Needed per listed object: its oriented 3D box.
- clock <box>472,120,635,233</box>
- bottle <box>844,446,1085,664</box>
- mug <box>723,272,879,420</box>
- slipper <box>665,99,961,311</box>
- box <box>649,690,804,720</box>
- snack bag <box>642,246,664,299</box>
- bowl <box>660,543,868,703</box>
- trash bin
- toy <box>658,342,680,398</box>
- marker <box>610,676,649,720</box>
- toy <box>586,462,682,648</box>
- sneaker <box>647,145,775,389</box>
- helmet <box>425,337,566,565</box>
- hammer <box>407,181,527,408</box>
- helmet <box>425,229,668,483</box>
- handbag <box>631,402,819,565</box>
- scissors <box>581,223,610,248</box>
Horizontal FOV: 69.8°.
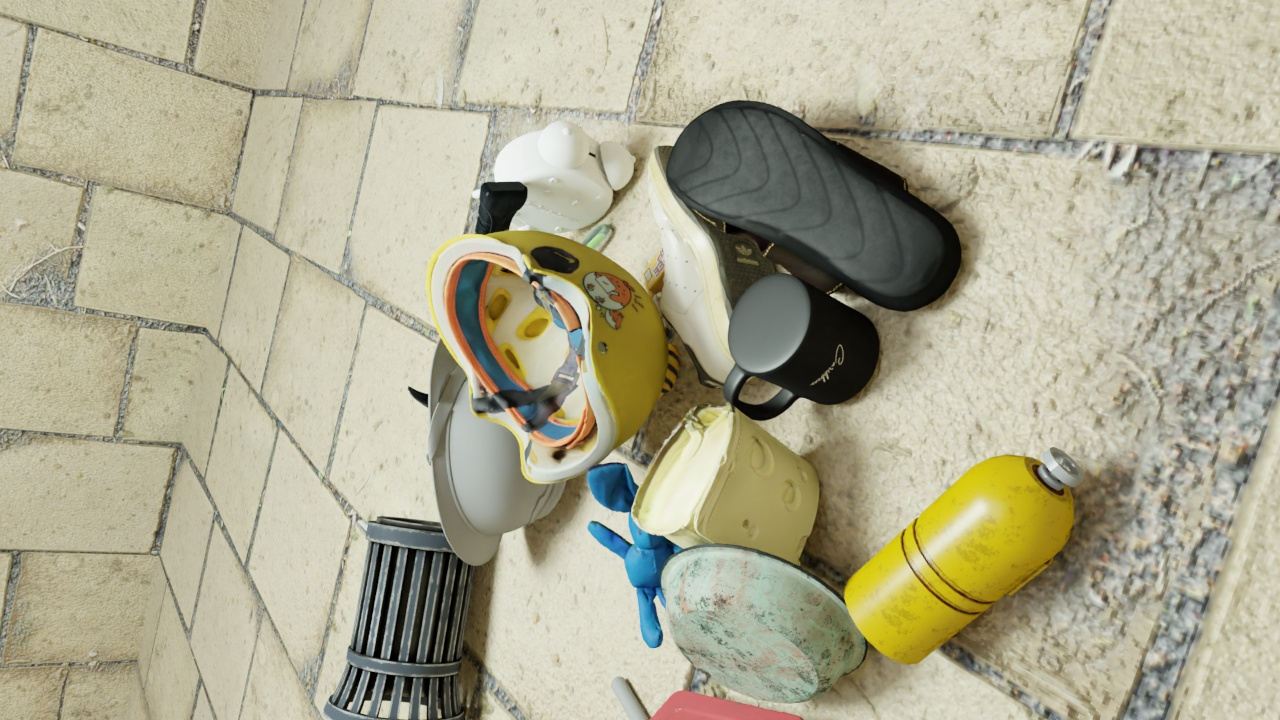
[{"bbox_3d":[-0.091,-0.186,0.991,0.161,0.125,0.072,-29,60,40],"label":"clock"},{"bbox_3d":[0.208,0.117,0.576,0.164,0.071,0.071,-54,44,31],"label":"bottle"},{"bbox_3d":[0.112,-0.002,0.697,0.114,0.088,0.078,-53,42,18],"label":"mug"},{"bbox_3d":[0.132,-0.121,0.721,0.268,0.075,0.113,35,105,31],"label":"slipper"},{"bbox_3d":[0.062,0.343,0.695,0.157,0.154,0.168,-10,53,52],"label":"box"},{"bbox_3d":[0.031,-0.102,0.898,0.099,0.020,0.026,-51,47,34],"label":"snack bag"},{"bbox_3d":[0.080,0.198,0.660,0.158,0.157,0.038,-30,21,46],"label":"bowl"},{"bbox_3d":[-0.274,0.308,1.098,0.165,0.164,0.227,-4,76,52],"label":"trash bin"},{"bbox_3d":[-0.005,0.005,0.906,0.103,0.046,0.084,17,84,48],"label":"toy"},{"bbox_3d":[0.009,0.343,0.830,0.140,0.016,0.016,47,119,47],"label":"marker"},{"bbox_3d":[0.016,0.163,0.816,0.071,0.112,0.176,-153,53,-75],"label":"toy"},{"bbox_3d":[0.054,-0.079,0.819,0.103,0.088,0.241,-50,49,46],"label":"sneaker"},{"bbox_3d":[-0.132,0.084,0.981,0.118,0.183,0.271,-2,93,18],"label":"helmet"},{"bbox_3d":[-0.187,-0.058,1.025,0.025,0.117,0.334,59,143,34],"label":"hammer"},{"bbox_3d":[-0.070,-0.024,0.829,0.240,0.139,0.210,50,139,17],"label":"helmet"},{"bbox_3d":[0.070,0.102,0.698,0.081,0.119,0.111,5,65,56],"label":"handbag"},{"bbox_3d":[-0.093,-0.087,1.021,0.172,0.022,0.173,-47,27,22],"label":"scissors"}]
